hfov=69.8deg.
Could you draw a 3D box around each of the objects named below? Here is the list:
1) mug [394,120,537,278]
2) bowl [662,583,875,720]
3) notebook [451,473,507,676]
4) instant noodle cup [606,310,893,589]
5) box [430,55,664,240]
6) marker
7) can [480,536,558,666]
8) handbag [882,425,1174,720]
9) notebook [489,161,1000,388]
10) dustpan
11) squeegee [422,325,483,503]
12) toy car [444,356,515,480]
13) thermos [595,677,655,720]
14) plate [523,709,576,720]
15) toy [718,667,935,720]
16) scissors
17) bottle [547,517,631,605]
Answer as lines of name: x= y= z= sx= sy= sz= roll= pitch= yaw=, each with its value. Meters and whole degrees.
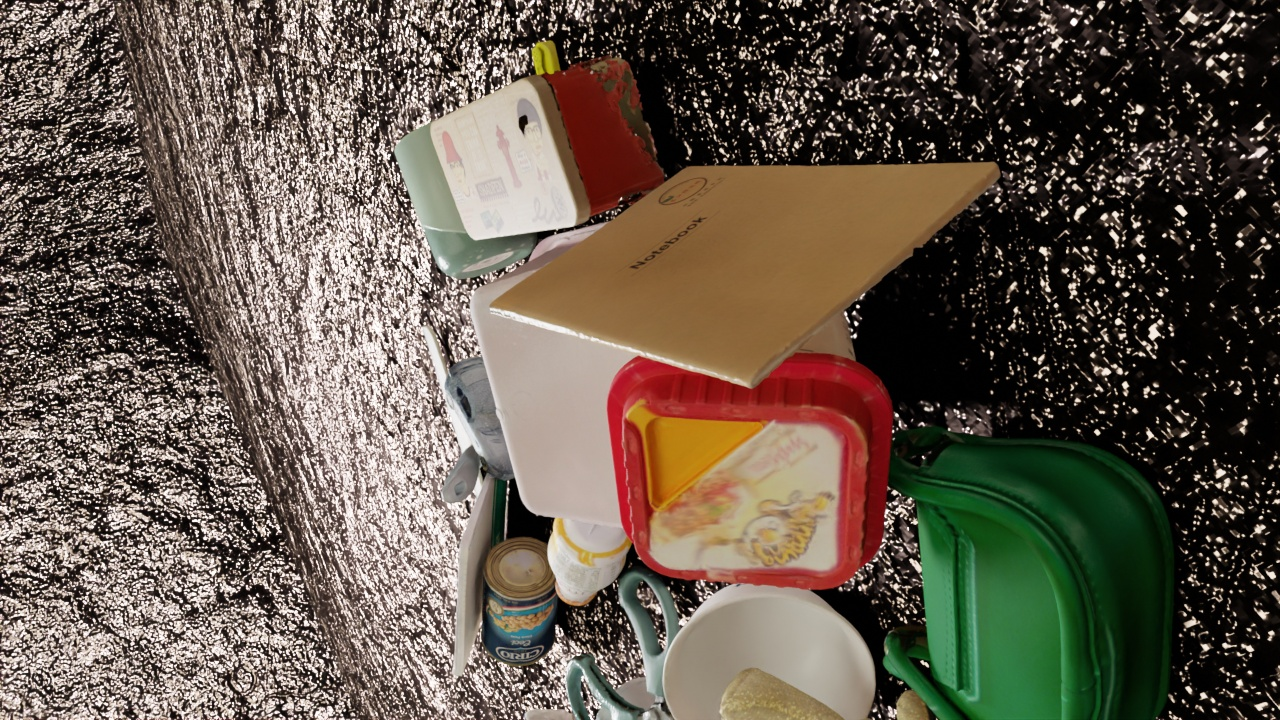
mug: x=-0.119 y=-0.128 z=0.694 sx=0.112 sy=0.082 sz=0.106 roll=-22 pitch=87 yaw=29
bowl: x=0.074 y=0.170 z=0.540 sx=0.064 sy=0.118 sz=0.118 roll=-77 pitch=-19 yaw=-69
notebook: x=-0.154 y=0.187 z=0.894 sx=0.150 sy=0.012 sz=0.210 roll=-76 pitch=-2 yaw=-49
instant noodle cup: x=0.053 y=0.024 z=0.424 sx=0.117 sy=0.124 sz=0.116 roll=2 pitch=122 yaw=11
box: x=-0.058 y=-0.133 z=0.576 sx=0.169 sy=0.079 sz=0.091 roll=6 pitch=118 yaw=57
marker: x=-0.053 y=-0.153 z=0.625 sx=0.018 sy=0.015 sz=0.124 roll=15 pitch=121 yaw=54
can: x=-0.117 y=0.234 z=0.893 sx=0.075 sy=0.075 sz=0.111 roll=46 pitch=142 yaw=37
handbag: x=0.150 y=0.099 z=0.383 sx=0.120 sy=0.067 sz=0.131 roll=15 pitch=119 yaw=56
notebook: x=0.032 y=-0.050 z=0.417 sx=0.208 sy=0.147 sz=0.008 roll=17 pitch=140 yaw=55
dustpan: x=-0.004 y=0.004 z=0.642 sx=0.274 sy=0.138 sz=0.222 roll=-3 pitch=105 yaw=30
squeegee: x=-0.166 y=0.092 z=0.884 sx=0.246 sy=0.039 sz=0.246 roll=-136 pitch=30 yaw=-78
toy car: x=-0.136 y=0.052 z=0.840 sx=0.120 sy=0.054 sz=0.037 roll=59 pitch=150 yaw=18
thermos: x=0.049 y=0.333 z=0.685 sx=0.220 sy=0.070 sz=0.070 roll=36 pitch=136 yaw=46
plate: x=-0.054 y=0.429 z=0.876 sx=0.205 sy=0.045 sz=0.205 roll=157 pitch=91 yaw=-83
toy: x=0.113 y=0.217 z=0.480 sx=0.157 sy=0.066 sz=0.105 roll=24 pitch=105 yaw=18
scissors: x=0.002 y=0.233 z=0.698 sx=0.174 sy=0.019 sz=0.177 roll=13 pitch=88 yaw=54
bottle: x=-0.044 y=0.157 z=0.740 sx=0.063 sy=0.063 sz=0.109 roll=52 pitch=145 yaw=29
